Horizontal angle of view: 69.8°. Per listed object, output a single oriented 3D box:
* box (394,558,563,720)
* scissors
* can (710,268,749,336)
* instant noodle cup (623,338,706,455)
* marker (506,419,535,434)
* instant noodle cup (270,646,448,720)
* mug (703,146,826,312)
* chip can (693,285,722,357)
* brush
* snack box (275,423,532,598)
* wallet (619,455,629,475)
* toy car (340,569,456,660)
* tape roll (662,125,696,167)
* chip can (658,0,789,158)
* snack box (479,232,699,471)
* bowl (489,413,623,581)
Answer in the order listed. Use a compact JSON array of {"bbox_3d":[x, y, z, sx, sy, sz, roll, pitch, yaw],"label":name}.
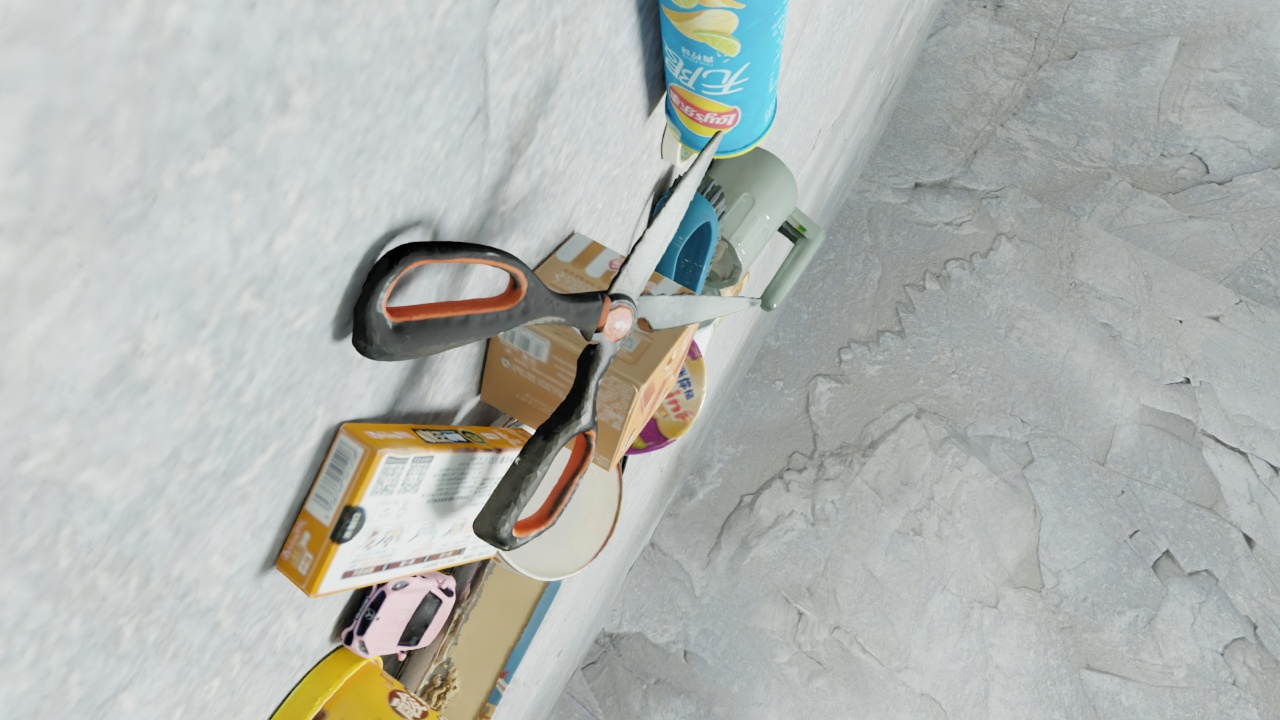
[{"bbox_3d":[-0.117,0.192,0.657,0.184,0.062,0.090,-60,-163,5],"label":"box"},{"bbox_3d":[-0.027,-0.005,0.424,0.233,0.022,0.221,0,117,-42],"label":"scissors"},{"bbox_3d":[0.070,-0.070,0.985,0.116,0.058,0.059,-54,168,-39],"label":"can"},{"bbox_3d":[-0.004,0.004,0.688,0.112,0.111,0.099,-64,180,14],"label":"instant noodle cup"},{"bbox_3d":[-0.092,0.058,0.531,0.144,0.017,0.017,-37,157,-39],"label":"marker"},{"bbox_3d":[-0.154,0.245,0.531,0.118,0.114,0.119,-59,169,-19],"label":"instant noodle cup"},{"bbox_3d":[0.093,-0.112,0.802,0.103,0.124,0.084,-53,-175,-29],"label":"mug"},{"bbox_3d":[0.029,-0.005,0.911,0.071,0.071,0.215,-57,169,-27],"label":"chip can"},{"bbox_3d":[0.027,-0.082,0.734,0.073,0.055,0.144,-57,170,-32],"label":"brush"},{"bbox_3d":[-0.105,0.070,0.461,0.075,0.026,0.153,-62,158,7],"label":"snack box"},{"bbox_3d":[-0.017,0.039,0.829,0.097,0.020,0.122,109,-12,-47],"label":"wallet"},{"bbox_3d":[-0.144,0.156,0.569,0.056,0.037,0.122,-62,170,-9],"label":"toy car"},{"bbox_3d":[0.042,-0.180,0.656,0.085,0.014,0.086,-59,170,-18],"label":"tape roll"},{"bbox_3d":[0.043,-0.184,0.483,0.071,0.071,0.210,-60,170,-9],"label":"chip can"},{"bbox_3d":[-0.027,-0.006,0.543,0.094,0.093,0.077,-52,166,-46],"label":"snack box"},{"bbox_3d":[-0.072,0.085,0.601,0.062,0.113,0.113,-9,-142,47],"label":"bowl"}]
